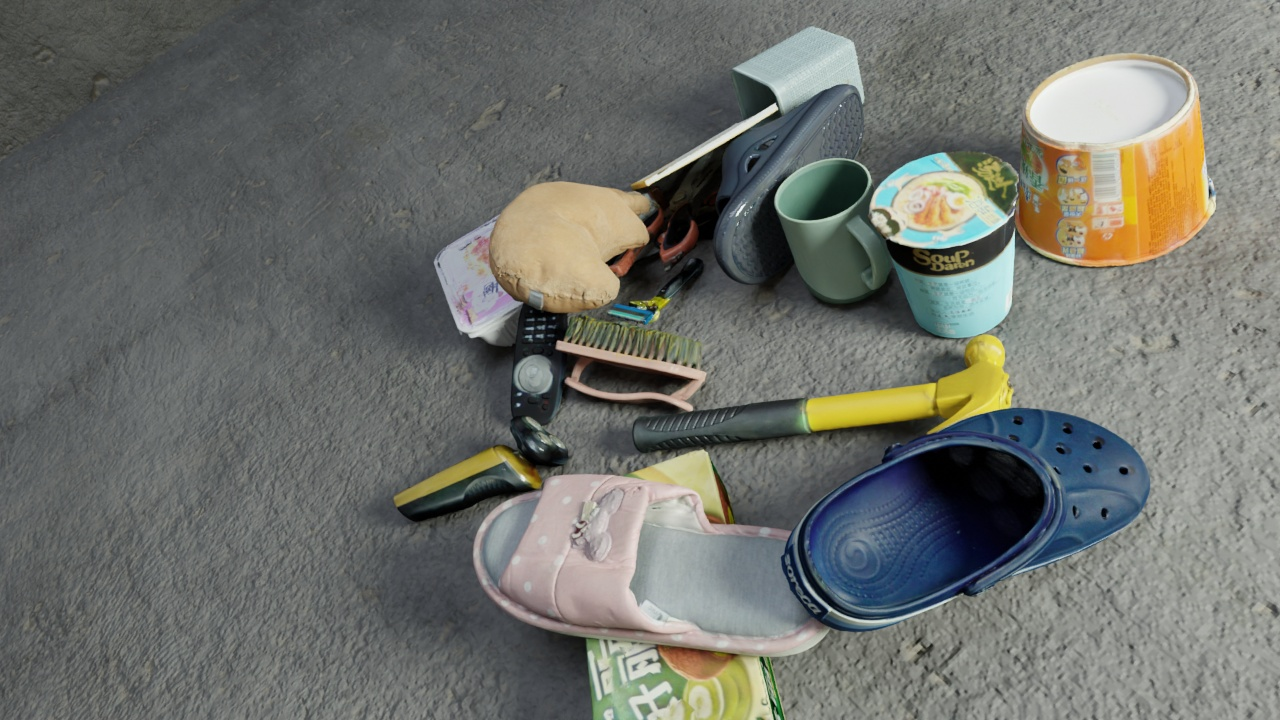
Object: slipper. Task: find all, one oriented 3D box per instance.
[{"bbox_3d":[0.130,-0.175,0.890,0.083,0.111,0.267,16,53,34],"label":"slipper"},{"bbox_3d":[0.202,0.081,0.553,0.252,0.095,0.105,-16,65,-19],"label":"slipper"},{"bbox_3d":[-0.003,0.132,0.612,0.275,0.054,0.113,5,51,30],"label":"slipper"}]

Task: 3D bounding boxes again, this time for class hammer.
[{"bbox_3d":[0.132,0.043,0.722,0.301,0.033,0.128,-9,27,27],"label":"hammer"}]

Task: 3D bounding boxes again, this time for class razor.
[{"bbox_3d":[-0.147,0.101,0.821,0.168,0.062,0.067,-24,74,15],"label":"razor"},{"bbox_3d":[0.023,-0.065,0.882,0.043,0.022,0.142,16,36,27],"label":"razor"}]

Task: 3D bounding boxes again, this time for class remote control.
[{"bbox_3d":[-0.096,0.000,0.888,0.053,0.024,0.136,0,72,12],"label":"remote control"}]

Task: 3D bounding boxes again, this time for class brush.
[{"bbox_3d":[-0.005,0.005,0.832,0.146,0.063,0.073,12,86,34],"label":"brush"}]

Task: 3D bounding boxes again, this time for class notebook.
[{"bbox_3d":[0.060,-0.219,0.965,0.146,0.010,0.206,-30,10,2],"label":"notebook"}]

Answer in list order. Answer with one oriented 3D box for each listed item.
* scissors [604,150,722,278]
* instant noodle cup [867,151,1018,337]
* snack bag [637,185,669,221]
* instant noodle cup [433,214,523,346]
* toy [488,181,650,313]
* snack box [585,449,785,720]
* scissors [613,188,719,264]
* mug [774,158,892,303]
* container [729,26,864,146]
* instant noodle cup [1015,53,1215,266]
[{"bbox_3d":[0.040,-0.154,0.959,0.197,0.015,0.213,-30,32,6],"label":"scissors"},{"bbox_3d":[0.247,-0.084,0.728,0.111,0.120,0.111,-14,44,14],"label":"instant noodle cup"},{"bbox_3d":[-0.017,-0.156,1.014,0.104,0.026,0.048,-29,54,1],"label":"snack bag"},{"bbox_3d":[-0.139,-0.087,0.990,0.138,0.060,0.173,-30,43,-1],"label":"instant noodle cup"},{"bbox_3d":[-0.063,-0.132,0.904,0.143,0.083,0.225,25,44,3],"label":"toy"},{"bbox_3d":[0.023,0.182,0.638,0.114,0.063,0.239,-20,43,9],"label":"snack box"},{"bbox_3d":[0.043,-0.124,0.952,0.234,0.022,0.125,-38,43,-9],"label":"scissors"},{"bbox_3d":[0.177,-0.102,0.791,0.082,0.106,0.111,-33,40,-4],"label":"mug"},{"bbox_3d":[0.174,-0.296,1.000,0.111,0.090,0.090,-33,42,-10],"label":"container"},{"bbox_3d":[0.378,-0.166,0.740,0.151,0.111,0.151,-16,44,16],"label":"instant noodle cup"}]
